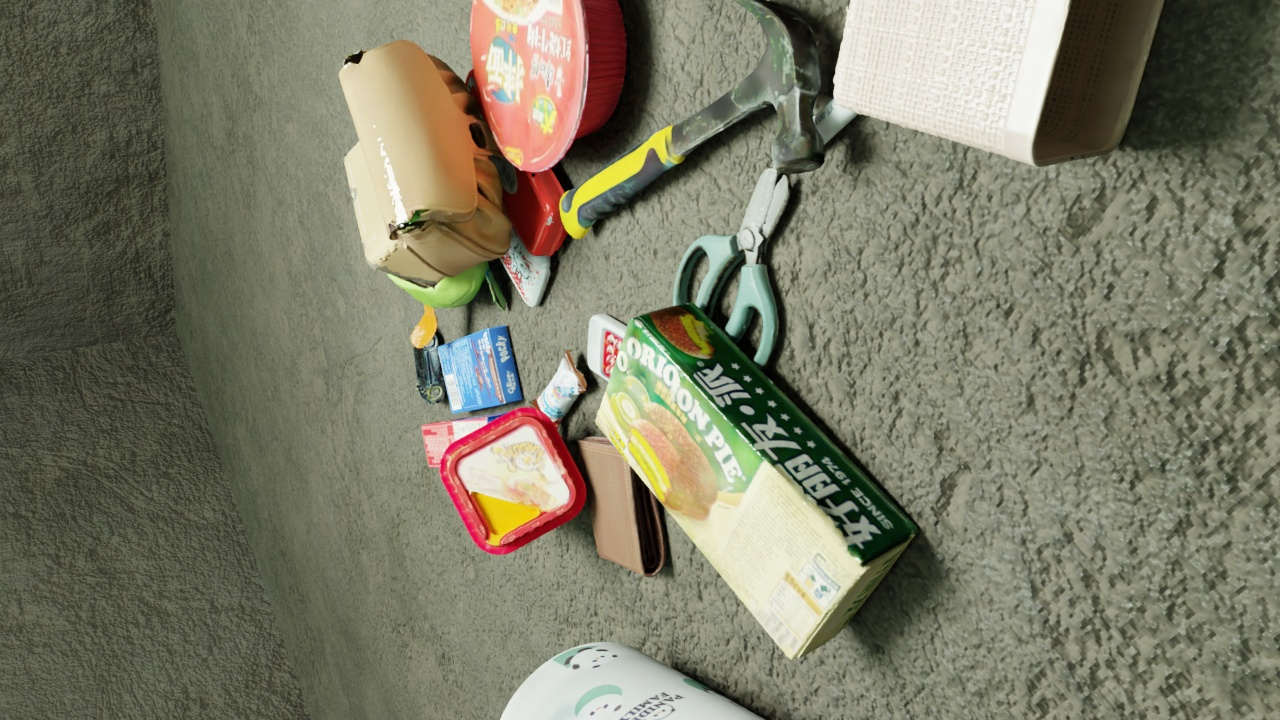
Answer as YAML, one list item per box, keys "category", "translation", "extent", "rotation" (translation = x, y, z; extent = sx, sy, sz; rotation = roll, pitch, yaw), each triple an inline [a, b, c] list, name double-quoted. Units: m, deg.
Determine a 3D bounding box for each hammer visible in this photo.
- category: "hammer"
  translation: [0.019, -0.157, 0.676]
  extent: [0.324, 0.031, 0.126]
  rotation: [-15, 76, 60]

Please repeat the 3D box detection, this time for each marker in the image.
- category: "marker"
  translation: [0.132, -0.161, 0.529]
  extent: [0.131, 0.018, 0.022]
  rotation: [-37, 61, 54]

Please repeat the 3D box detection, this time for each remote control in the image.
- category: "remote control"
  translation: [-0.005, 0.005, 0.786]
  extent: [0.136, 0.020, 0.056]
  rotation: [32, 127, 47]

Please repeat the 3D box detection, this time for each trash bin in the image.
- category: "trash bin"
  translation: [0.011, 0.348, 0.704]
  extent: [0.252, 0.229, 0.229]
  rotation: [10, 109, 60]

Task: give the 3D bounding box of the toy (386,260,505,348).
- category: "toy"
  translation: [-0.241, -0.126, 1.033]
  extent: [0.247, 0.089, 0.227]
  rotation: [26, 118, 48]

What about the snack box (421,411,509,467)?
- category: "snack box"
  translation: [-0.189, 0.093, 1.059]
  extent: [0.208, 0.057, 0.058]
  rotation: [-10, 89, 57]

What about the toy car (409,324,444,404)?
- category: "toy car"
  translation: [-0.270, 0.004, 1.173]
  extent: [0.049, 0.031, 0.106]
  rotation: [15, 114, 53]

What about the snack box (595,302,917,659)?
- category: "snack box"
  translation: [0.068, 0.077, 0.643]
  extent: [0.240, 0.063, 0.115]
  rotation: [48, 137, 30]

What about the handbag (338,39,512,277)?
- category: "handbag"
  translation: [-0.183, -0.184, 0.821]
  extent: [0.100, 0.147, 0.204]
  rotation: [-22, 83, 19]

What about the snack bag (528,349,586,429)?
- category: "snack bag"
  translation: [-0.078, 0.033, 0.900]
  extent: [0.106, 0.026, 0.045]
  rotation: [-53, 56, 48]

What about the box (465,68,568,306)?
- category: "box"
  translation: [-0.134, -0.170, 0.908]
  extent: [0.201, 0.037, 0.158]
  rotation: [59, 143, 24]

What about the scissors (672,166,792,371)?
- category: "scissors"
  translation: [0.063, -0.072, 0.661]
  extent: [0.139, 0.019, 0.180]
  rotation: [45, 136, 40]

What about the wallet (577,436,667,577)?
- category: "wallet"
  translation: [-0.019, 0.131, 0.842]
  extent: [0.101, 0.032, 0.124]
  rotation: [0, 100, 59]

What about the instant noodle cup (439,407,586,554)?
- category: "instant noodle cup"
  translation: [-0.122, 0.116, 0.896]
  extent: [0.116, 0.116, 0.124]
  rotation: [62, 174, 3]

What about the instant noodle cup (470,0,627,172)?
- category: "instant noodle cup"
  translation: [-0.071, -0.256, 0.760]
  extent: [0.194, 0.065, 0.194]
  rotation: [26, 123, 51]

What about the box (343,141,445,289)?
- category: "box"
  translation: [-0.236, -0.150, 0.917]
  extent: [0.060, 0.089, 0.184]
  rotation: [-40, 56, 23]

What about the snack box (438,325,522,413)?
- category: "snack box"
  translation: [-0.187, 0.013, 1.056]
  extent: [0.157, 0.026, 0.084]
  rotation: [-12, 91, 57]

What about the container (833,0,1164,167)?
- category: "container"
  translation: [0.158, -0.147, 0.417]
  extent: [0.111, 0.090, 0.090]
  rotation: [29, 124, 41]
